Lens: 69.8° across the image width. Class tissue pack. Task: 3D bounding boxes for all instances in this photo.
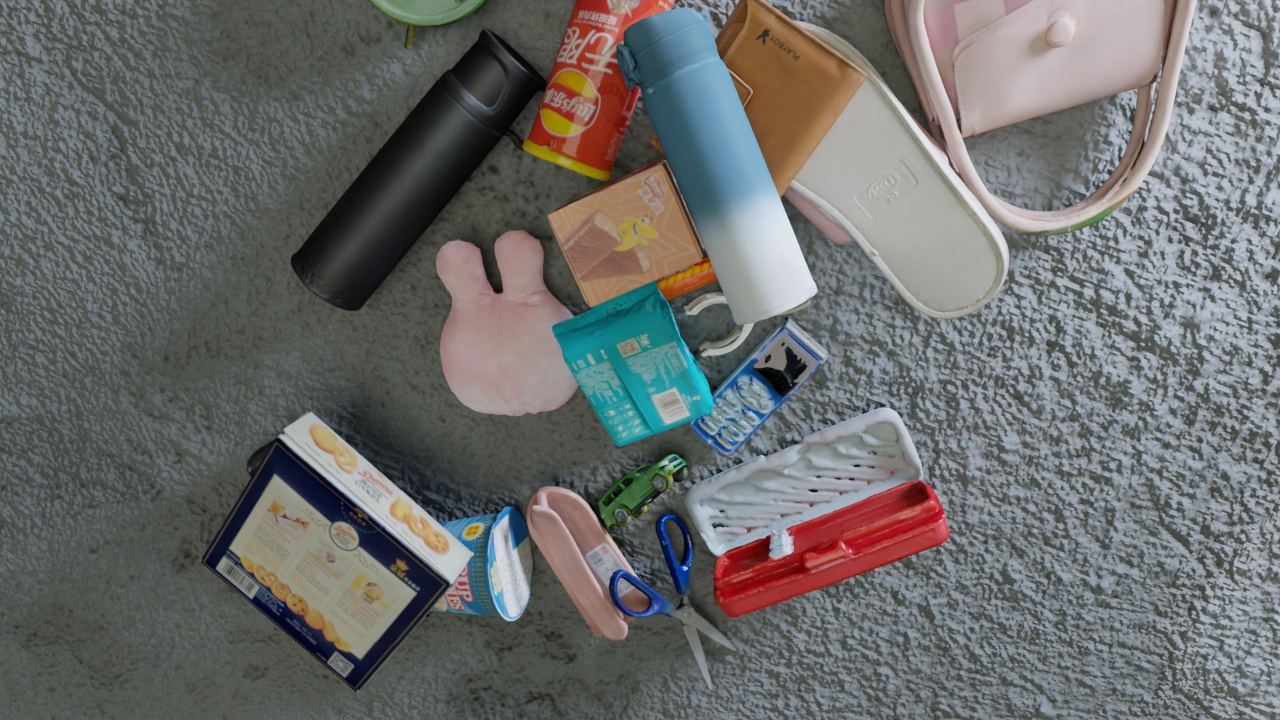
[{"bbox_3d":[-0.004,0.004,0.742,0.093,0.050,0.133,-21,128,10],"label":"tissue pack"}]

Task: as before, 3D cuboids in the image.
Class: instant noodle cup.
[{"bbox_3d":[-0.163,0.183,0.814,0.110,0.099,0.099,-7,106,14],"label":"instant noodle cup"}]

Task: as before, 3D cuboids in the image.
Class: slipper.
[{"bbox_3d":[0.169,-0.145,0.696,0.274,0.054,0.114,46,115,1],"label":"slipper"}]

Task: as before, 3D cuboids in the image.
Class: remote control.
[{"bbox_3d":[0.098,0.024,0.774,0.049,0.024,0.125,41,107,-8],"label":"remote control"}]

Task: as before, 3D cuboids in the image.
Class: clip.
[{"bbox_3d":[0.088,-0.028,0.757,0.104,0.035,0.087,-3,103,-2],"label":"clip"}]

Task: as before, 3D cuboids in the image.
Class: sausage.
[{"bbox_3d":[0.040,-0.068,0.753,0.165,0.021,0.021,-23,103,11],"label":"sausage"}]

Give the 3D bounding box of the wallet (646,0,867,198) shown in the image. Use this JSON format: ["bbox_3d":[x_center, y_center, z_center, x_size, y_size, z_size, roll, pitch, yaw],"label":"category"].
[{"bbox_3d":[0.078,-0.186,0.671,0.119,0.035,0.131,36,113,3],"label":"wallet"}]

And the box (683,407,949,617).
[{"bbox_3d":[0.141,0.127,0.764,0.201,0.095,0.100,-24,106,13],"label":"box"}]

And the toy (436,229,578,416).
[{"bbox_3d":[-0.110,-0.028,0.760,0.121,0.054,0.159,-8,111,0],"label":"toy"}]

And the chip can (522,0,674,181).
[{"bbox_3d":[-0.018,-0.244,0.673,0.073,0.073,0.217,22,104,-2],"label":"chip can"}]

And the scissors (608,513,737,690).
[{"bbox_3d":[0.036,0.213,0.819,0.162,0.012,0.162,18,76,-38],"label":"scissors"}]

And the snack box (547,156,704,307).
[{"bbox_3d":[-0.008,-0.102,0.710,0.094,0.092,0.077,-22,103,11],"label":"snack box"}]

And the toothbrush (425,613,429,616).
[{"bbox_3d":[-0.293,0.223,0.874,0.189,0.014,0.017,10,95,2],"label":"toothbrush"}]

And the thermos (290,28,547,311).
[{"bbox_3d":[-0.168,-0.141,0.729,0.090,0.068,0.243,37,107,-29],"label":"thermos"}]

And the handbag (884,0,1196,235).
[{"bbox_3d":[0.295,-0.206,0.666,0.193,0.093,0.234,-14,112,10],"label":"handbag"}]

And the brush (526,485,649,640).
[{"bbox_3d":[-0.050,0.174,0.807,0.063,0.073,0.145,-29,100,13],"label":"brush"}]

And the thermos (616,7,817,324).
[{"bbox_3d":[0.053,-0.135,0.642,0.070,0.070,0.220,-23,100,11],"label":"thermos"}]

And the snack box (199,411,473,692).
[{"bbox_3d":[-0.257,0.165,0.766,0.178,0.045,0.183,41,119,-1],"label":"snack box"}]

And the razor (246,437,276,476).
[{"bbox_3d":[-0.295,0.141,0.834,0.068,0.062,0.167,-9,114,39],"label":"razor"}]

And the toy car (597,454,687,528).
[{"bbox_3d":[0.002,0.112,0.798,0.091,0.043,0.036,-40,77,22],"label":"toy car"}]

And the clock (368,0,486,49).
[{"bbox_3d":[-0.141,-0.317,0.676,0.161,0.056,0.116,-32,102,13],"label":"clock"}]
